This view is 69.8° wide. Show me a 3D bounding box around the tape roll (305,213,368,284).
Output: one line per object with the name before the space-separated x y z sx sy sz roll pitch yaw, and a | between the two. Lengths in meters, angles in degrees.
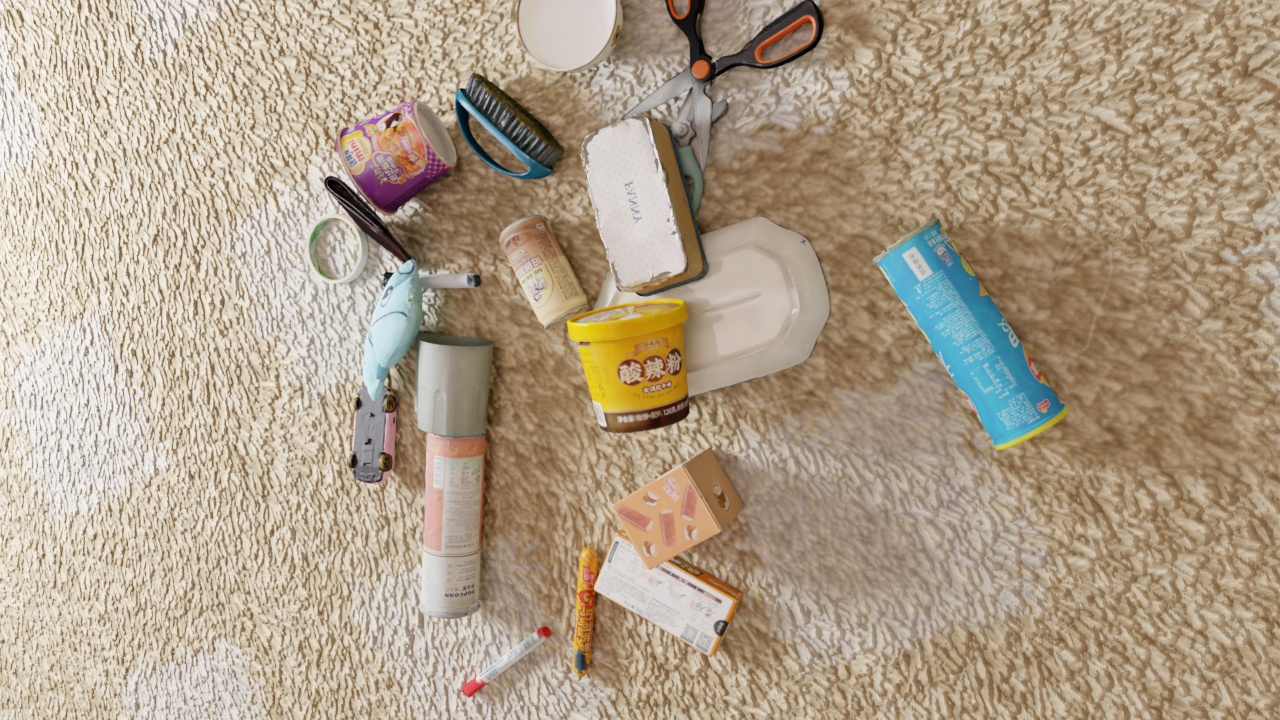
tape roll | -0.375 -0.138 1.132 0.086 0.013 0.086 2 96 22

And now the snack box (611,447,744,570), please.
snack box | 0.041 0.153 0.954 0.094 0.092 0.077 -33 83 21

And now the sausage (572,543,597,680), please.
sausage | -0.063 0.288 1.048 0.021 0.021 0.165 7 98 21

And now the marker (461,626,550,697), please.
marker | -0.161 0.361 1.097 0.145 0.017 0.017 -41 80 20

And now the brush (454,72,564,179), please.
brush | -0.152 -0.249 1.010 0.144 0.055 0.074 45 107 11

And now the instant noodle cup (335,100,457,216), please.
instant noodle cup | -0.270 -0.235 1.035 0.099 0.111 0.111 -26 86 14

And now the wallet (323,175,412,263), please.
wallet | -0.306 -0.154 1.051 0.096 0.122 0.020 42 81 13

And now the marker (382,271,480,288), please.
marker | -0.248 -0.095 1.083 0.131 0.018 0.023 1 131 22

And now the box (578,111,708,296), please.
box | 0.005 -0.148 0.922 0.090 0.062 0.184 -14 88 23

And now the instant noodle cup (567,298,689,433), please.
instant noodle cup | -0.005 0.005 0.912 0.119 0.118 0.114 -5 101 22

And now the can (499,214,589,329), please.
can | -0.105 -0.097 1.005 0.059 0.058 0.116 -29 84 22

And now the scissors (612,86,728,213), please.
scissors | 0.032 -0.203 0.961 0.177 0.019 0.172 -27 84 19

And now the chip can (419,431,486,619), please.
chip can | -0.219 0.186 1.073 0.071 0.071 0.215 7 98 21

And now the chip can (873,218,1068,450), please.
chip can | 0.301 -0.025 0.844 0.071 0.071 0.210 -34 82 21

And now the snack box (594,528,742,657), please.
snack box | 0.028 0.253 1.005 0.154 0.026 0.075 26 105 18

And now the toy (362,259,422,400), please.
toy | -0.288 -0.035 1.064 0.157 0.049 0.161 -13 66 57

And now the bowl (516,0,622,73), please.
bowl | -0.066 -0.356 0.961 0.114 0.062 0.113 3 98 22

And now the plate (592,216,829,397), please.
plate | 0.062 -0.047 0.956 0.266 0.034 0.162 -16 89 22

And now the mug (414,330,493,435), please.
mug | -0.225 0.024 1.063 0.124 0.083 0.103 13 102 47

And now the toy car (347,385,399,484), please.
toy car | -0.325 0.090 1.126 0.056 0.037 0.122 0 83 19

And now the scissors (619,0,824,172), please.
scissors | 0.076 -0.309 0.927 0.221 0.021 0.233 -8 89 21
